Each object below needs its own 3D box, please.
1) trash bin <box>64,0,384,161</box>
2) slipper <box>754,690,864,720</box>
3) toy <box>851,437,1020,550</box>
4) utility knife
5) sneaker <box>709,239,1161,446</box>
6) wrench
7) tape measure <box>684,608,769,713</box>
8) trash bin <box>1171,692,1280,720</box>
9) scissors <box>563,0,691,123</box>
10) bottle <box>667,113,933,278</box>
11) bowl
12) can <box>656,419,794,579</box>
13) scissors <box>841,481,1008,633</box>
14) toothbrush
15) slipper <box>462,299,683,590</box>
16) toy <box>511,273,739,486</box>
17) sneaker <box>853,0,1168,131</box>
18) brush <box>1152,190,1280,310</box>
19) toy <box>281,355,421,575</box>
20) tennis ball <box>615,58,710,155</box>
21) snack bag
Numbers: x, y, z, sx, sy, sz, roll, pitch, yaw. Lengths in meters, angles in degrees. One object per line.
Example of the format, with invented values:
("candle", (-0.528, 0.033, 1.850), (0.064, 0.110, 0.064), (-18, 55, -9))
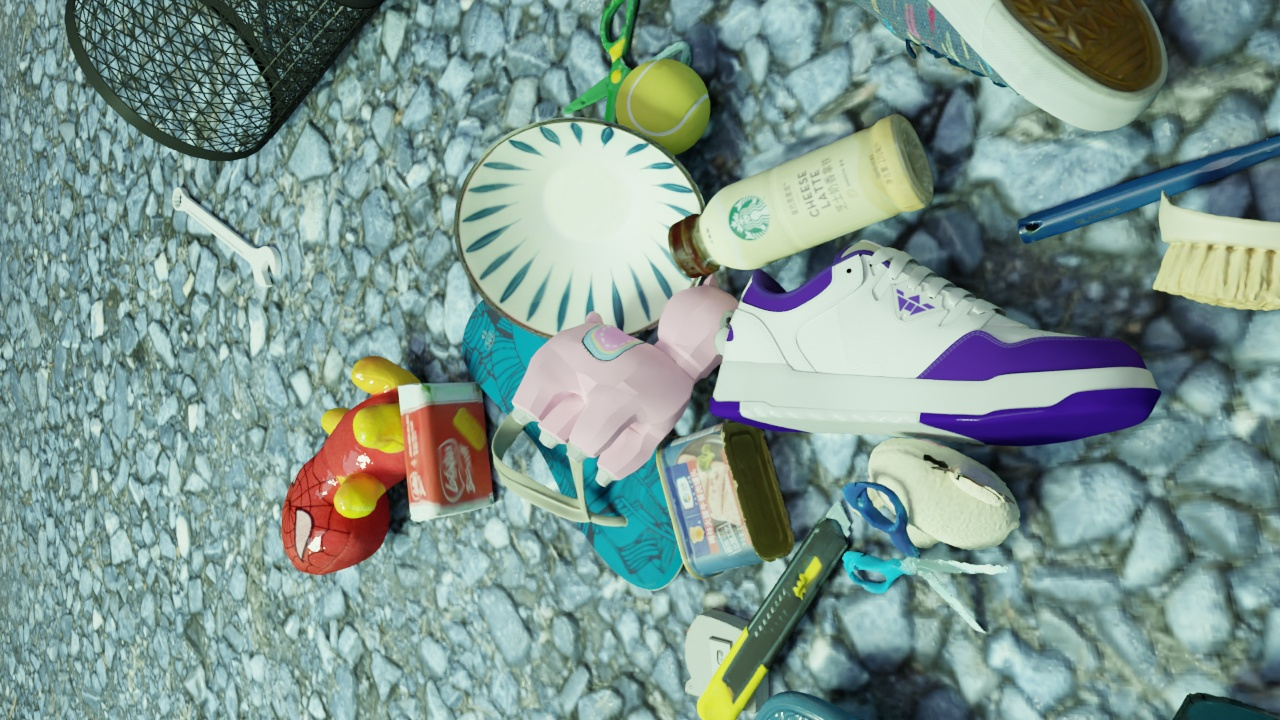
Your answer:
("trash bin", (-0.376, -0.347, 0.874), (0.244, 0.216, 0.217), (-26, 75, 31))
("slipper", (0.159, 0.273, 0.536), (0.214, 0.059, 0.104), (30, 115, 20))
("toy", (0.168, 0.074, 0.510), (0.087, 0.050, 0.113), (31, 146, 1))
("utility knife", (0.089, 0.168, 0.600), (0.029, 0.020, 0.174), (32, 100, 16))
("sneaker", (0.155, -0.014, 0.518), (0.245, 0.091, 0.111), (0, 78, 36))
("wrench", (-0.502, -0.155, 1.103), (0.273, 0.009, 0.047), (31, 111, 35))
("tape measure", (0.059, 0.209, 0.640), (0.060, 0.020, 0.062), (1, 92, 40))
("trash bin", (0.270, 0.278, 0.367), (0.199, 0.196, 0.218), (15, 94, 37))
("scissors", (-0.009, -0.213, 0.689), (0.128, 0.011, 0.125), (19, 102, 38))
("bottle", (0.093, -0.094, 0.567), (0.162, 0.056, 0.056), (-18, 80, 32))
("bowl", (-0.040, -0.102, 0.660), (0.178, 0.177, 0.070), (-48, 22, 30))
("can", (0.056, 0.091, 0.617), (0.059, 0.053, 0.099), (-24, 77, 37))
("scissors", (0.152, 0.113, 0.523), (0.133, 0.014, 0.128), (51, 153, -18))
("toothbrush", (0.279, -0.095, 0.447), (0.190, 0.017, 0.016), (-19, 79, 39))
("slipper", (-0.066, 0.051, 0.715), (0.295, 0.060, 0.118), (46, 115, 29))
("toy", (-0.004, 0.004, 0.626), (0.123, 0.067, 0.157), (31, 78, 38))
("sneaker", (0.178, -0.198, 0.505), (0.235, 0.087, 0.079), (51, 156, 22))
("brush", (0.351, -0.086, 0.370), (0.273, 0.061, 0.077), (-25, 92, 34))
("toy", (-0.263, 0.109, 0.848), (0.217, 0.098, 0.147), (-58, 23, 23))
("tennis ball", (0.015, -0.174, 0.633), (0.065, 0.065, 0.065), (1, 92, 40))
("snack bag", (-0.165, 0.075, 0.786), (0.036, 0.076, 0.116), (-9, 85, 34))
